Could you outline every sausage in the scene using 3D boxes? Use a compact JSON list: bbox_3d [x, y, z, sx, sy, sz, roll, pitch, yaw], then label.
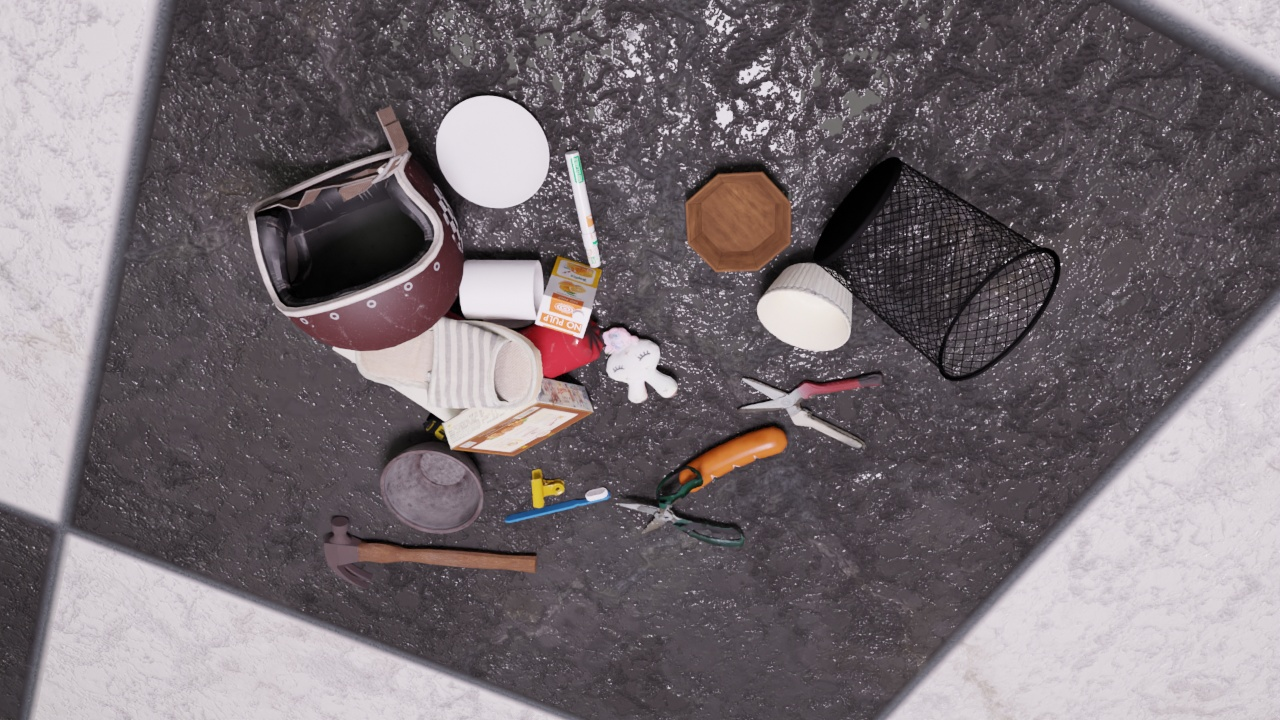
[{"bbox_3d":[0.125,0.134,1.267,0.164,0.039,0.044,-28,111,19],"label":"sausage"}]

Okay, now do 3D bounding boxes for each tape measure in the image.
[{"bbox_3d":[-0.263,0.085,1.257,0.061,0.061,0.034,35,120,-15],"label":"tape measure"}]

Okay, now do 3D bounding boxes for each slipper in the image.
[{"bbox_3d":[-0.247,0.001,1.136,0.273,0.054,0.114,10,94,23],"label":"slipper"}]

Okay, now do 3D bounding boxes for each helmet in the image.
[{"bbox_3d":[-0.311,-0.138,1.037,0.233,0.233,0.254,-17,112,7],"label":"helmet"}]

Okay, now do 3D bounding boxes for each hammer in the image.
[{"bbox_3d":[-0.320,0.301,1.404,0.323,0.033,0.115,4,118,2],"label":"hammer"}]

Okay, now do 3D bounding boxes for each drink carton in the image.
[{"bbox_3d":[-0.087,-0.077,1.116,0.058,0.122,0.040,17,119,-5],"label":"drink carton"}]

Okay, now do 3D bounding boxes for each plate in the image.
[{"bbox_3d":[-0.175,-0.247,1.091,0.134,0.011,0.135,2,120,3],"label":"plate"},{"bbox_3d":[0.117,-0.168,1.103,0.131,0.025,0.131,2,120,3],"label":"plate"}]

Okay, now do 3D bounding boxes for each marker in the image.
[{"bbox_3d":[-0.069,-0.182,1.116,0.017,0.017,0.146,-7,119,8],"label":"marker"}]

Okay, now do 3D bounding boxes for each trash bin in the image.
[{"bbox_3d":[0.324,-0.111,1.041,0.210,0.183,0.184,34,117,-8],"label":"trash bin"}]

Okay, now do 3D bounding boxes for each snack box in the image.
[{"bbox_3d":[-0.158,0.075,1.205,0.143,0.147,0.041,-29,71,20],"label":"snack box"}]

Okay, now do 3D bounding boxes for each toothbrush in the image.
[{"bbox_3d":[-0.124,0.213,1.345,0.167,0.016,0.014,-15,117,13],"label":"toothbrush"}]

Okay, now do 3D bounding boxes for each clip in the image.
[{"bbox_3d":[-0.137,0.183,1.329,0.046,0.048,0.054,25,128,39],"label":"clip"}]

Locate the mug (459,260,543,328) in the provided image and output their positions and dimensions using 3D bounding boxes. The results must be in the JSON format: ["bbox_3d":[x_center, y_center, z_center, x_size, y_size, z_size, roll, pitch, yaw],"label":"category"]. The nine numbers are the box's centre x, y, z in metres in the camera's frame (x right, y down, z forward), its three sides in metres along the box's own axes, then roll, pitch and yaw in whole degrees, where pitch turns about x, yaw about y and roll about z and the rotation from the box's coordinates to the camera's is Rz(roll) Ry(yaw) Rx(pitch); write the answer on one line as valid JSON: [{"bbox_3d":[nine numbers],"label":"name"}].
[{"bbox_3d":[-0.171,-0.078,1.160,0.090,0.073,0.111,1,145,4],"label":"mug"}]

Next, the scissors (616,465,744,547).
[{"bbox_3d":[0.071,0.210,1.299,0.201,0.015,0.205,14,141,-8],"label":"scissors"}]

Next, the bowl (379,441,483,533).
[{"bbox_3d":[-0.288,0.169,1.304,0.145,0.067,0.145,2,120,3],"label":"bowl"}]

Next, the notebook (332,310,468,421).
[{"bbox_3d":[-0.296,-0.020,1.194,0.209,0.012,0.153,32,119,7],"label":"notebook"}]

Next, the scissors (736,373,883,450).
[{"bbox_3d":[0.238,0.064,1.232,0.199,0.015,0.179,-27,114,19],"label":"scissors"}]

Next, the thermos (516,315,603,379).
[{"bbox_3d":[-0.165,0.004,1.198,0.240,0.073,0.073,-22,116,22],"label":"thermos"}]

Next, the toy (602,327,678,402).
[{"bbox_3d":[-0.007,0.007,1.207,0.079,0.037,0.122,-25,112,25],"label":"toy"}]

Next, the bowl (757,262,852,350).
[{"bbox_3d":[0.206,-0.070,1.113,0.115,0.062,0.115,20,152,11],"label":"bowl"}]
